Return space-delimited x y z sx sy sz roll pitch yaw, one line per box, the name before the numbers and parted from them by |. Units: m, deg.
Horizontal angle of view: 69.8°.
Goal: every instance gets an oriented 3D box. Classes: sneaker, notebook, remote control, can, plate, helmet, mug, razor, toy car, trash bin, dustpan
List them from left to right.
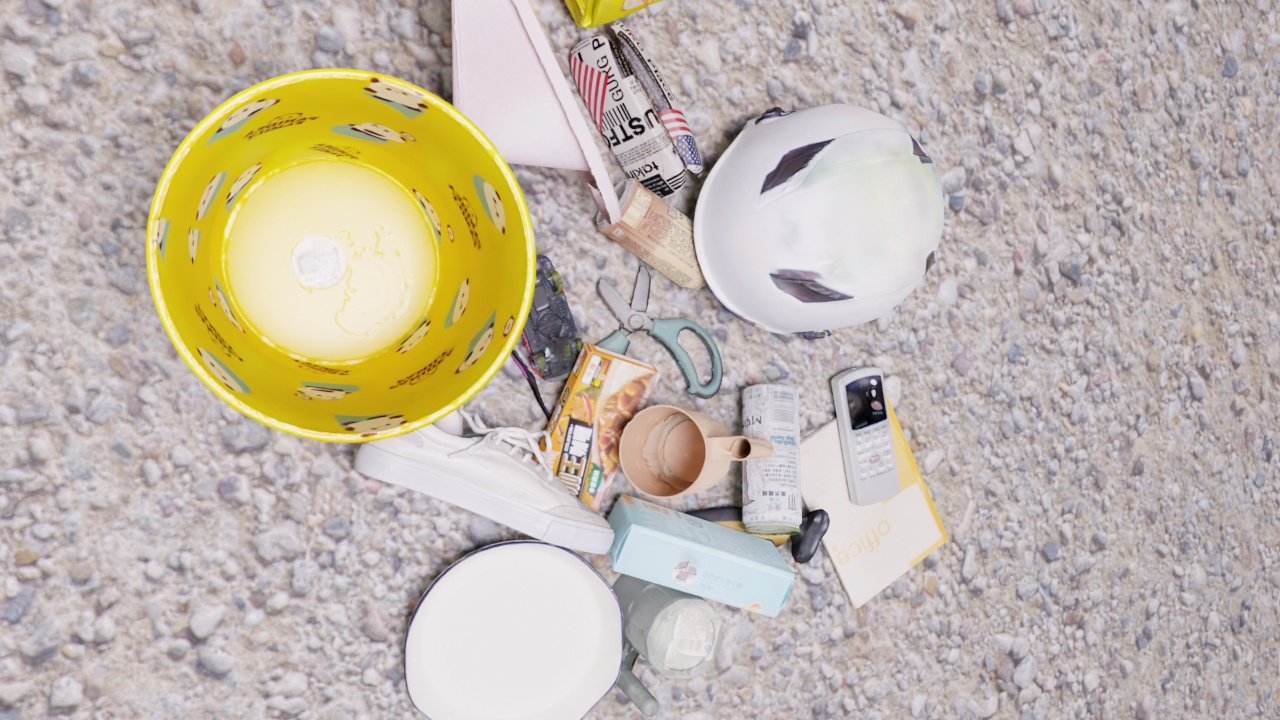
trash bin | -0.220 -0.074 0.680 0.229 0.255 0.229 -2 97 -21
sneaker | -0.123 0.097 0.809 0.242 0.090 0.090 27 78 -23
plate | -0.118 0.262 0.862 0.204 0.045 0.205 -2 98 -16
dustpan | -0.082 -0.249 0.743 0.138 0.222 0.274 0 109 -9
toy car | -0.089 -0.039 0.848 0.053 0.045 0.120 -23 109 -15
mug | 0.015 0.270 0.891 0.083 0.103 0.124 27 85 -22
can | 0.019 -0.119 0.873 0.116 0.058 0.058 32 84 -21
mug | 0.056 0.084 0.859 0.125 0.103 0.084 -5 83 20
razor | 0.113 0.177 0.947 0.167 0.062 0.067 3 65 -17
can | 0.131 0.099 0.916 0.058 0.058 0.146 9 72 -22
helmet | 0.191 -0.133 0.867 0.258 0.146 0.229 -15 100 -36
remote control | 0.245 0.081 0.991 0.058 0.021 0.150 -16 101 -20
notebook | 0.253 0.154 1.020 0.145 0.010 0.206 -30 105 -16

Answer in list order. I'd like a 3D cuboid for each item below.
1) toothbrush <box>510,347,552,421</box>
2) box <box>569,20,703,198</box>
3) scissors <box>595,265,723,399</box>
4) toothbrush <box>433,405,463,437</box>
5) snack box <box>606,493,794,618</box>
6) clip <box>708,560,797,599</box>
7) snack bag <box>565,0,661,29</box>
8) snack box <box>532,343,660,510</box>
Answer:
toothbrush | -0.113 -0.002 0.860 0.017 0.014 0.189 -38 107 -24
box | 0.009 -0.239 0.861 0.087 0.076 0.163 -40 106 -35
scissors | -0.005 0.005 0.900 0.181 0.019 0.170 -48 111 -9
toothbrush | -0.172 0.007 0.831 0.026 0.026 0.221 -4 98 -55
snack box | 0.054 0.187 0.877 0.174 0.074 0.052 19 101 -13
clip | 0.114 0.217 0.964 0.099 0.034 0.066 5 95 -13
snack bag | 0.012 -0.409 0.819 0.246 0.068 0.158 -27 91 -17
snack box | -0.046 0.064 0.865 0.075 0.026 0.154 18 106 -23
